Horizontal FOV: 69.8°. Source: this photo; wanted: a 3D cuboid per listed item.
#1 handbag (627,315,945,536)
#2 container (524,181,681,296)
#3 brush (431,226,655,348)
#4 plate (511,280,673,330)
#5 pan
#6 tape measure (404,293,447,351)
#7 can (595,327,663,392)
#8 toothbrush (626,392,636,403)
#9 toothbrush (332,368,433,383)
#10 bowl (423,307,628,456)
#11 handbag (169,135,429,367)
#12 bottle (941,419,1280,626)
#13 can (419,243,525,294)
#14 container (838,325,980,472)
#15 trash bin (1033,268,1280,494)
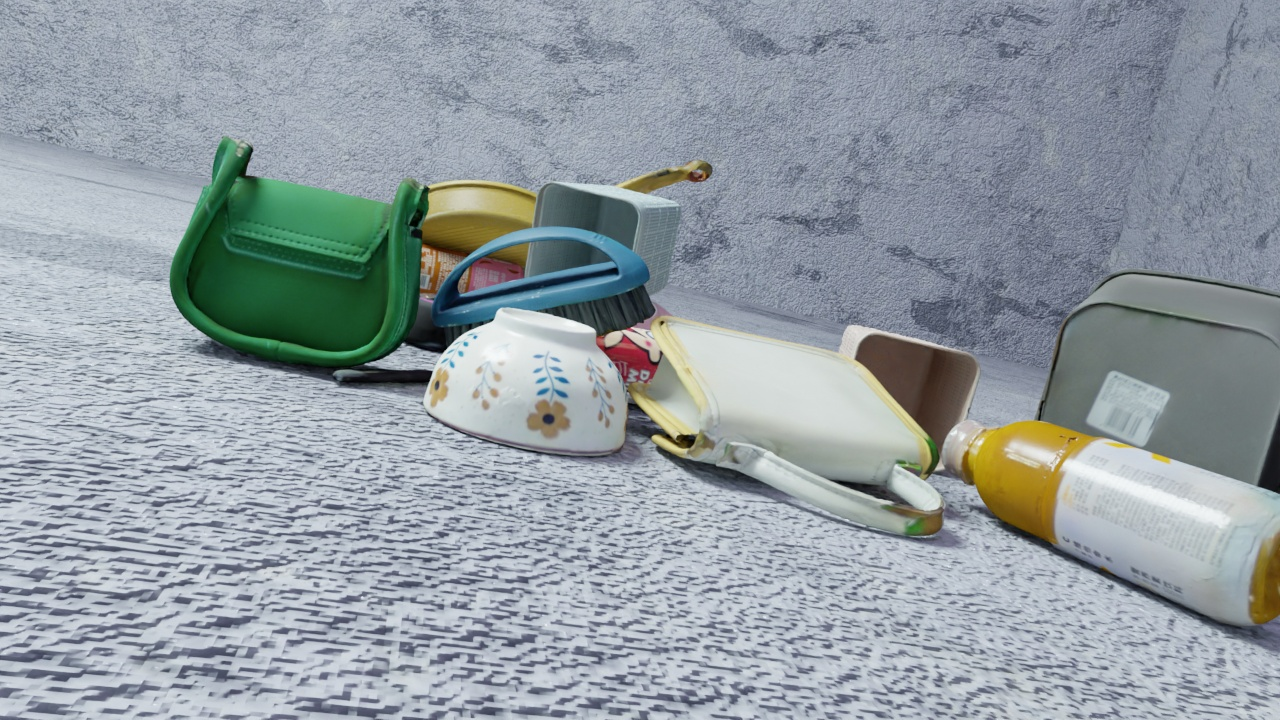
[{"bbox_3d":[0.089,0.047,0.530,0.163,0.063,0.178,10,23,-23],"label":"handbag"},{"bbox_3d":[-0.025,-0.097,0.755,0.090,0.090,0.111,17,18,18],"label":"container"},{"bbox_3d":[-0.064,-0.045,0.569,0.144,0.073,0.055,-9,20,16],"label":"brush"},{"bbox_3d":[-0.049,-0.034,0.757,0.192,0.039,0.192,9,20,-3],"label":"plate"},{"bbox_3d":[-0.096,-0.153,0.998,0.358,0.078,0.198,-7,-24,16],"label":"pan"},{"bbox_3d":[-0.155,-0.031,0.695,0.057,0.039,0.058,7,10,-40],"label":"tape measure"},{"bbox_3d":[-0.004,0.004,0.649,0.132,0.053,0.053,8,10,-37],"label":"can"},{"bbox_3d":[0.043,0.030,0.640,0.224,0.027,0.026,7,51,-41],"label":"toothbrush"},{"bbox_3d":[-0.117,0.007,0.575,0.016,0.018,0.180,13,8,32],"label":"toothbrush"},{"bbox_3d":[-0.058,0.007,0.507,0.113,0.062,0.113,12,8,-2],"label":"bowl"},{"bbox_3d":[-0.194,-0.059,0.532,0.131,0.120,0.068,10,2,-9],"label":"handbag"},{"bbox_3d":[0.251,0.077,0.503,0.068,0.068,0.190,8,9,-33],"label":"bottle"},{"bbox_3d":[-0.198,-0.088,0.976,0.147,0.058,0.058,11,8,-21],"label":"can"},{"bbox_3d":[0.194,0.022,0.709,0.090,0.090,0.111,13,9,2],"label":"container"},{"bbox_3d":[0.434,0.031,0.757,0.199,0.199,0.219,17,15,35],"label":"trash bin"}]
